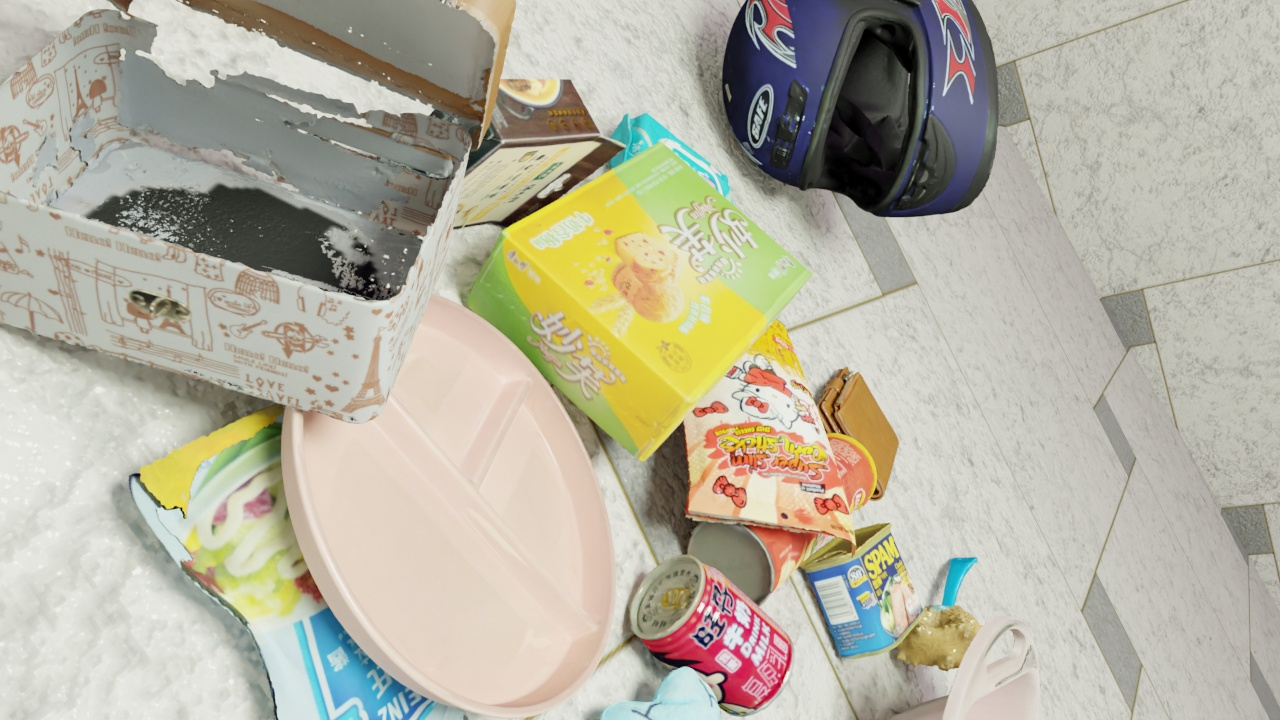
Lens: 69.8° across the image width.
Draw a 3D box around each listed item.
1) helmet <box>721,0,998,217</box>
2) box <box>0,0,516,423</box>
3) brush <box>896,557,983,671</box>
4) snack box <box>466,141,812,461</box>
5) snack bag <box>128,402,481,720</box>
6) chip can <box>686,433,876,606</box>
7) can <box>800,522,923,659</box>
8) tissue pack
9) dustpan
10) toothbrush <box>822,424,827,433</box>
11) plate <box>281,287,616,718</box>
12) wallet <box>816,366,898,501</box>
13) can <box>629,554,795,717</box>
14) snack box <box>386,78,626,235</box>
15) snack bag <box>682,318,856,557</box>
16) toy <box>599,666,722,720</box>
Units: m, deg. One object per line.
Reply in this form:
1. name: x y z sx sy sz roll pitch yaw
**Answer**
1. helmet: 0.209 -0.286 0.961 0.240 0.248 0.314 0 49 -5
2. box: -0.152 -0.105 0.361 0.183 0.188 0.154 17 48 -8
3. brush: 0.297 0.231 0.881 0.254 0.083 0.046 -20 100 -63
4. snack box: 0.007 -0.051 0.633 0.157 0.070 0.209 42 42 5
5. snack bag: -0.139 0.113 0.416 0.191 0.039 0.110 60 26 -4
6. chip can: 0.116 0.118 0.711 0.216 0.073 0.073 -21 84 -56
7. can: 0.188 0.191 0.769 0.101 0.057 0.083 -14 80 -55
8. tissue pack: 0.026 -0.148 0.800 0.133 0.050 0.093 26 49 -40
9. dustpan: 0.258 0.342 0.682 0.222 0.139 0.273 4 63 -52
10. toothbrush: 0.150 0.027 0.873 0.189 0.014 0.016 57 10 -9
11. plate: -0.091 0.069 0.475 0.229 0.028 0.229 45 29 -35
12. wallet: 0.216 0.067 0.905 0.108 0.031 0.131 60 26 -4
13. can: 0.045 0.174 0.584 0.094 0.067 0.066 45 38 -23
14. snack box: -0.091 -0.123 0.573 0.125 0.113 0.053 -27 88 -57
15. snack bag: 0.086 0.049 0.680 0.128 0.073 0.207 16 35 -15
16. toy: 0.045 0.257 0.540 0.161 0.050 0.156 -16 87 -39
